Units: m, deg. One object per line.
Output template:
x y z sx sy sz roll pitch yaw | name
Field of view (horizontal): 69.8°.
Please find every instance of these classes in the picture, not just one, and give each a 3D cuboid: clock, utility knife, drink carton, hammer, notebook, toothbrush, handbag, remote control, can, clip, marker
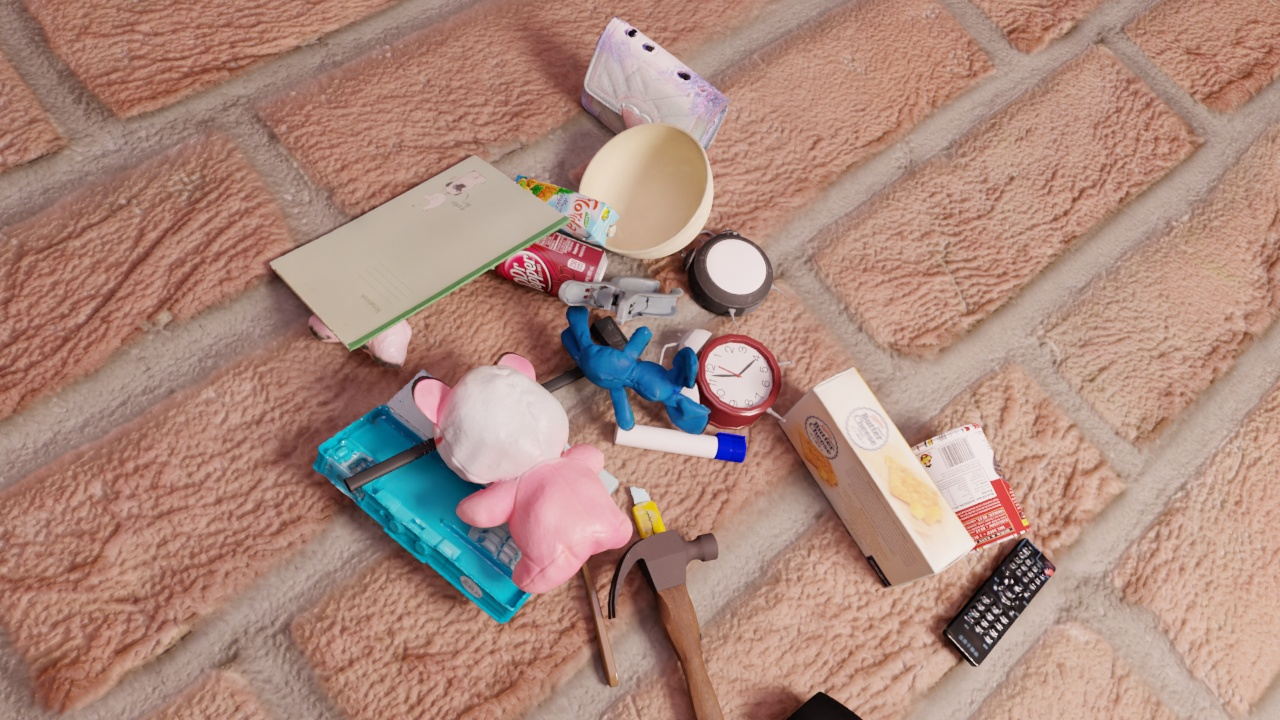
0.097 -0.099 1.008 0.091 0.044 0.123 -32 78 -22 | clock
0.021 0.198 0.885 0.030 0.017 0.162 -10 67 -27 | utility knife
-0.083 -0.157 0.964 0.129 0.038 0.044 23 84 29 | drink carton
0.057 0.314 0.825 0.115 0.033 0.322 -13 75 -17 | hammer
0.085 0.019 0.953 0.137 0.048 0.096 16 65 -7 | clock
-0.220 -0.117 0.918 0.252 0.010 0.182 -34 50 -23 | notebook
-0.043 0.220 0.860 0.016 0.016 0.166 -10 70 -16 | toothbrush
0.013 -0.291 1.024 0.158 0.127 0.069 38 67 3 | handbag
0.365 0.246 0.937 0.150 0.022 0.047 -37 79 -25 | remote control
-0.095 -0.102 0.956 0.114 0.063 0.063 20 65 -4 | can
0.004 -0.058 0.915 0.108 0.028 0.163 21 17 29 | clip
0.040 0.081 0.931 0.133 0.023 0.027 9 69 -9 | marker
0.331 0.134 0.939 0.086 0.087 0.116 -16 72 -18 | can
-0.127 0.052 0.873 0.324 0.015 0.095 -27 75 -34 | hammer

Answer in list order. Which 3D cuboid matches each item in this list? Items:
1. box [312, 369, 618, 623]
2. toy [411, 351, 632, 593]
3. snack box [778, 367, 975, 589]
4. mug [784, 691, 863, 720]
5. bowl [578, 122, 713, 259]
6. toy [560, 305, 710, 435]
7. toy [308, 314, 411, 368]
-0.159 0.111 0.859 0.227 0.056 0.184 37 47 8 | box
-0.099 0.089 0.805 0.141 0.084 0.213 -24 75 -38 | toy
0.229 0.118 0.913 0.057 0.104 0.208 -27 76 -21 | snack box
0.161 0.364 0.818 0.119 0.085 0.100 -43 67 6 | mug
0.016 -0.171 0.990 0.151 0.075 0.150 -9 69 23 | bowl
-0.005 0.005 0.887 0.176 0.113 0.070 30 41 8 | toy
-0.263 -0.043 0.903 0.099 0.053 0.095 24 53 -1 | toy
